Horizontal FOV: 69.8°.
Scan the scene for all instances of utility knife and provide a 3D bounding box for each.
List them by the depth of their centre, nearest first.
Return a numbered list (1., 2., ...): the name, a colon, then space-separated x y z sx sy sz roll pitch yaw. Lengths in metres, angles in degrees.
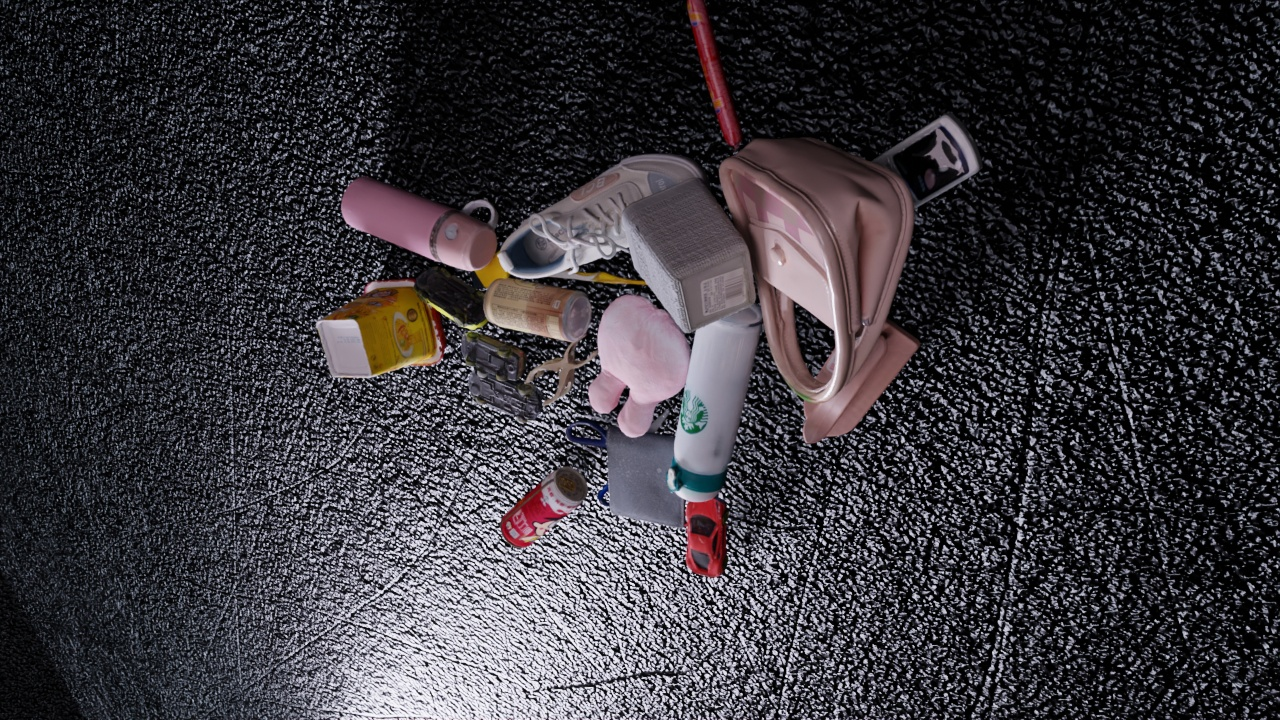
1. utility knife: -0.146 -0.121 1.071 0.154 0.015 0.033 -24 103 36

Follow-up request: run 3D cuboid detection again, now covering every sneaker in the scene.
1. sneaker: -0.046 -0.145 0.946 0.243 0.090 0.089 -18 101 29

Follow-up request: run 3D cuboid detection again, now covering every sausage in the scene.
1. sausage: 0.070 -0.274 0.869 0.020 0.020 0.156 -9 105 34

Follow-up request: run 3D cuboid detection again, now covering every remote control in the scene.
1. remote control: 0.227 -0.158 0.820 0.150 0.021 0.058 -31 92 38

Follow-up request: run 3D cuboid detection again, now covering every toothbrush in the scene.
1. toothbrush: -0.046 -0.096 1.020 0.192 0.016 0.018 8 103 29

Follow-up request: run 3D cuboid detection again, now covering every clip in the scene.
1. clip: -0.101 0.001 1.086 0.084 0.034 0.105 35 120 14

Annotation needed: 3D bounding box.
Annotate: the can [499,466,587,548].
1. can: -0.123 0.187 1.166 0.053 0.053 0.133 50 127 4

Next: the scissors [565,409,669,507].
1. scissors: -0.019 0.113 1.096 0.162 0.012 0.175 28 121 18

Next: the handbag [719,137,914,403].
1. handbag: 0.150 -0.071 0.821 0.193 0.093 0.234 -127 26 -55

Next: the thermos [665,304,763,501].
1. thermos: 0.074 0.047 0.971 0.073 0.073 0.225 22 120 23

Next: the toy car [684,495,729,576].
1. toy car: 0.075 0.202 1.065 0.049 0.031 0.106 10 113 27

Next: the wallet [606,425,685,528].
1. wallet: 0.008 0.138 1.075 0.097 0.019 0.121 9 116 22

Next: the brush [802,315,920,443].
1. brush: 0.202 0.019 0.881 0.063 0.072 0.146 37 127 12

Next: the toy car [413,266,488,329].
1. toy car: -0.230 -0.075 1.127 0.105 0.048 0.032 32 156 15

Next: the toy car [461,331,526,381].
1. toy car: -0.182 -0.007 1.130 0.090 0.035 0.042 22 119 23

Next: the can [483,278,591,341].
1. can: -0.118 -0.059 1.053 0.116 0.058 0.058 13 116 27

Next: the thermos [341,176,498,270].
1. thermos: -0.258 -0.170 1.091 0.199 0.067 0.087 21 81 26

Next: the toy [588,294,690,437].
1. toy: -0.006 0.006 1.015 0.121 0.054 0.160 39 125 21

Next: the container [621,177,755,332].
1. container: 0.049 -0.097 0.872 0.090 0.090 0.114 73 171 -46

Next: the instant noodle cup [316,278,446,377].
1. instant noodle cup: -0.327 -0.035 1.154 0.116 0.123 0.116 1 110 32

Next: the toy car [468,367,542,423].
1. toy car: -0.168 0.040 1.144 0.106 0.031 0.049 21 119 22
